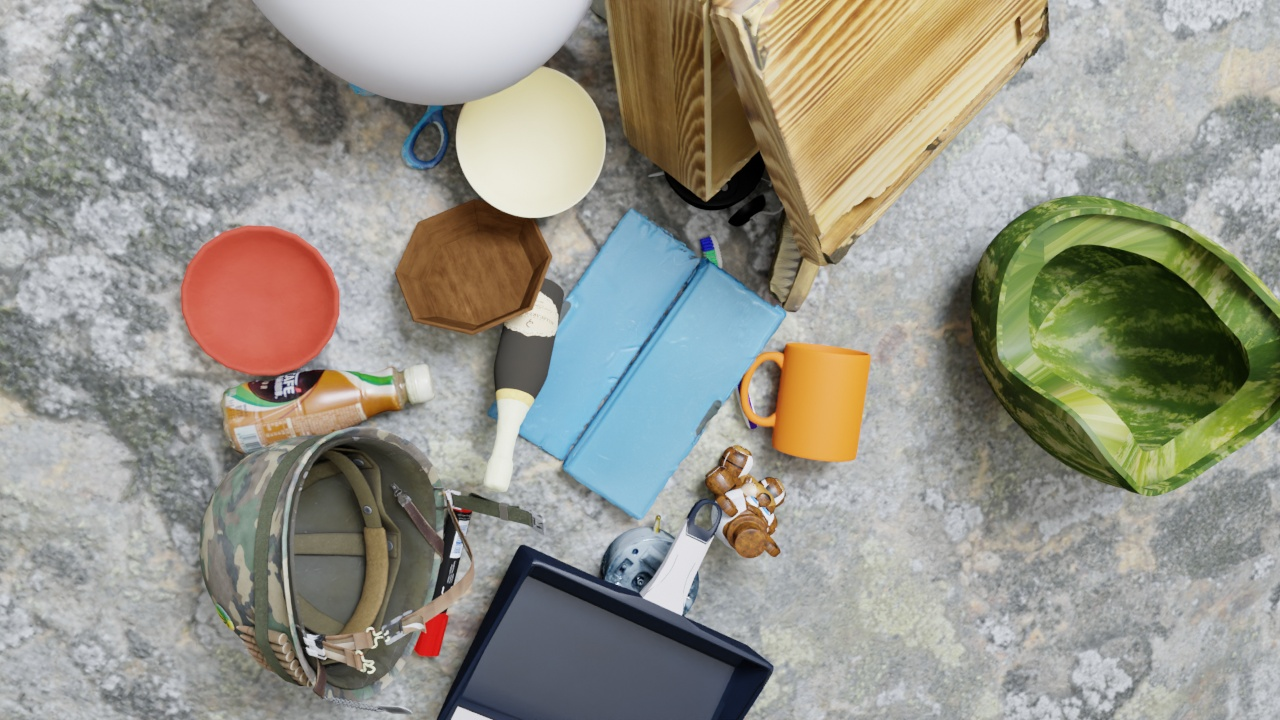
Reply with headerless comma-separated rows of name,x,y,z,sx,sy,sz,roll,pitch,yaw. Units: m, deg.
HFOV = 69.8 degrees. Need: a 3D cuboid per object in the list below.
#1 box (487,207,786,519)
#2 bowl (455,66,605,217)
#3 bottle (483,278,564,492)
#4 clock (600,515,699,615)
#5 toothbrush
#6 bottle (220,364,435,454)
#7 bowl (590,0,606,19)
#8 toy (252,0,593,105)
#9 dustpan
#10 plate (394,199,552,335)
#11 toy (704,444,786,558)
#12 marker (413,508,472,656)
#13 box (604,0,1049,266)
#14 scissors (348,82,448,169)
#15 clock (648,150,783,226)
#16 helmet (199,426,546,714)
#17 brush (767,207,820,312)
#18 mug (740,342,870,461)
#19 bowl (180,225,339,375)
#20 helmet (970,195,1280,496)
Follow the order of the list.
box,-0.005,0.005,0.821,0.174,0.033,0.231,33,95,-8
bowl,-0.093,-0.178,0.760,0.118,0.074,0.118,-2,99,-10
bottle,-0.101,0.019,0.759,0.045,0.045,0.184,15,64,-13
clock,-0.003,0.210,0.847,0.090,0.052,0.129,42,88,-14
toothbrush,0.082,-0.024,0.847,0.016,0.015,0.187,-15,101,-7
bottle,-0.258,0.034,0.769,0.167,0.059,0.059,-11,100,-9
bowl,0.004,-0.339,0.762,0.117,0.061,0.117,-1,99,-10
toy,-0.143,-0.320,0.630,0.263,0.280,0.266,40,110,-13
dustpan,-0.007,0.240,0.778,0.236,0.080,0.273,27,82,-12
plate,-0.136,-0.074,0.765,0.131,0.025,0.131,-2,64,4
toy,0.095,0.134,0.827,0.067,0.112,0.087,-43,104,9
marker,-0.176,0.195,0.828,0.023,0.021,0.145,14,96,-5
box,0.145,-0.261,0.645,0.278,0.259,0.220,-44,70,-12
scissors,-0.170,-0.221,0.773,0.137,0.012,0.127,-14,100,-10
clock,0.075,-0.167,0.794,0.121,0.042,0.091,21,88,4
helmet,-0.222,0.161,0.722,0.237,0.192,0.224,-10,112,28
brush,0.152,-0.140,0.820,0.043,0.059,0.195,14,98,-1
mug,0.147,0.035,0.839,0.112,0.077,0.096,7,97,1
bowl,-0.310,-0.050,0.759,0.122,0.035,0.122,-2,99,-10
helmet,0.408,-0.019,0.795,0.213,0.247,0.243,-41,143,14
